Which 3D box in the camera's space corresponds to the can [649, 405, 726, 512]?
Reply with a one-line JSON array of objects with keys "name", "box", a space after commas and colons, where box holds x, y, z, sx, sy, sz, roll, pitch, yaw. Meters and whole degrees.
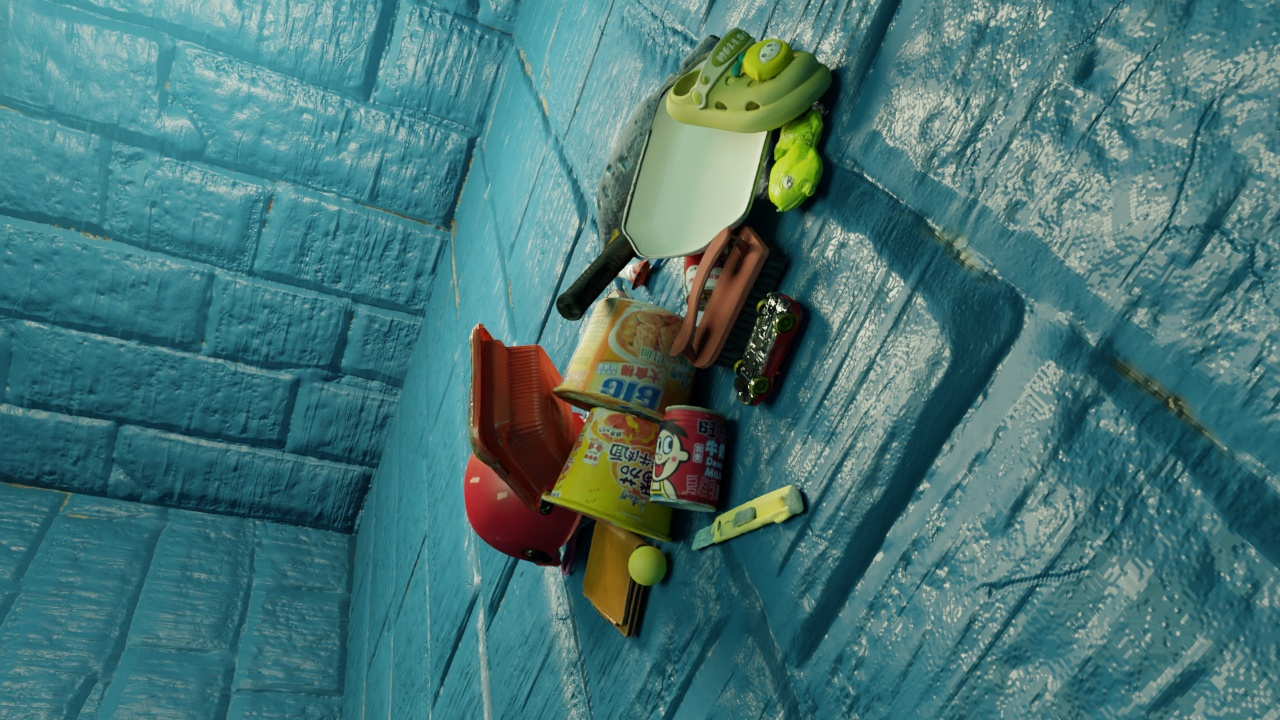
[{"name": "can", "box": [0.047, 0.095, 0.886, 0.067, 0.066, 0.093, 159, 122, -65]}]

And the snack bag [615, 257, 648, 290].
[{"name": "snack bag", "box": [-0.012, -0.123, 1.230, 0.048, 0.026, 0.104, -60, 24, 8]}]

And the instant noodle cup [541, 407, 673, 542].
[{"name": "instant noodle cup", "box": [-0.018, 0.117, 0.961, 0.138, 0.138, 0.109, -10, 60, 68]}]

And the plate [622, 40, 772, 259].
[{"name": "plate", "box": [0.072, -0.216, 0.963, 0.162, 0.034, 0.265, -2, 65, 38]}]

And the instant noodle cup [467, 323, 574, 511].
[{"name": "instant noodle cup", "box": [-0.125, 0.062, 1.012, 0.189, 0.079, 0.164, 66, -167, -56]}]

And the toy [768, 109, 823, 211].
[{"name": "toy", "box": [0.146, -0.184, 0.858, 0.097, 0.031, 0.100, 23, 95, 69]}]

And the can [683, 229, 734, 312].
[{"name": "can", "box": [0.073, -0.120, 0.971, 0.053, 0.053, 0.132, 136, 142, -55]}]

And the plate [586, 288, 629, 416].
[{"name": "plate", "box": [-0.029, 0.008, 1.148, 0.192, 0.039, 0.192, -174, 91, -76]}]

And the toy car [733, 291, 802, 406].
[{"name": "toy car", "box": [0.114, -0.008, 0.828, 0.049, 0.031, 0.106, -124, 52, -64]}]

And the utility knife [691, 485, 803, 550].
[{"name": "utility knife", "box": [0.093, 0.144, 0.822, 0.191, 0.020, 0.030, 132, 152, -59]}]

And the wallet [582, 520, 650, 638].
[{"name": "wallet", "box": [-0.031, 0.246, 1.035, 0.131, 0.035, 0.119, -165, 84, -68]}]

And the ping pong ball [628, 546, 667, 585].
[{"name": "ping pong ball", "box": [0.008, 0.213, 0.952, 0.040, 0.040, 0.040, -167, 91, -69]}]

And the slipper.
[{"name": "slipper", "box": [0.091, -0.274, 0.891, 0.191, 0.081, 0.091, 15, 59, 47]}]

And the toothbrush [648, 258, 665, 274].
[{"name": "toothbrush", "box": [0.051, -0.162, 1.111, 0.190, 0.014, 0.016, 129, 149, -50]}]

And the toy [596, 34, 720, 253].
[{"name": "toy", "box": [0.008, -0.253, 1.193, 0.357, 0.091, 0.137, -61, -2, 32]}]

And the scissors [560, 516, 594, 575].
[{"name": "scissors", "box": [-0.086, 0.227, 1.224, 0.134, 0.017, 0.130, -33, 45, 56]}]

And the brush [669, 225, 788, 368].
[{"name": "brush", "box": [0.080, -0.057, 0.893, 0.063, 0.069, 0.146, -111, 39, -58]}]

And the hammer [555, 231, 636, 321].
[{"name": "hammer", "box": [-0.009, -0.138, 1.030, 0.299, 0.033, 0.129, -54, -1, -44]}]

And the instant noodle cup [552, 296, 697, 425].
[{"name": "instant noodle cup", "box": [-0.006, 0.006, 0.983, 0.152, 0.151, 0.111, -11, 59, 68]}]

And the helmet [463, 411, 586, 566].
[{"name": "helmet", "box": [-0.151, 0.154, 1.182, 0.241, 0.144, 0.206, 138, 142, -67]}]
